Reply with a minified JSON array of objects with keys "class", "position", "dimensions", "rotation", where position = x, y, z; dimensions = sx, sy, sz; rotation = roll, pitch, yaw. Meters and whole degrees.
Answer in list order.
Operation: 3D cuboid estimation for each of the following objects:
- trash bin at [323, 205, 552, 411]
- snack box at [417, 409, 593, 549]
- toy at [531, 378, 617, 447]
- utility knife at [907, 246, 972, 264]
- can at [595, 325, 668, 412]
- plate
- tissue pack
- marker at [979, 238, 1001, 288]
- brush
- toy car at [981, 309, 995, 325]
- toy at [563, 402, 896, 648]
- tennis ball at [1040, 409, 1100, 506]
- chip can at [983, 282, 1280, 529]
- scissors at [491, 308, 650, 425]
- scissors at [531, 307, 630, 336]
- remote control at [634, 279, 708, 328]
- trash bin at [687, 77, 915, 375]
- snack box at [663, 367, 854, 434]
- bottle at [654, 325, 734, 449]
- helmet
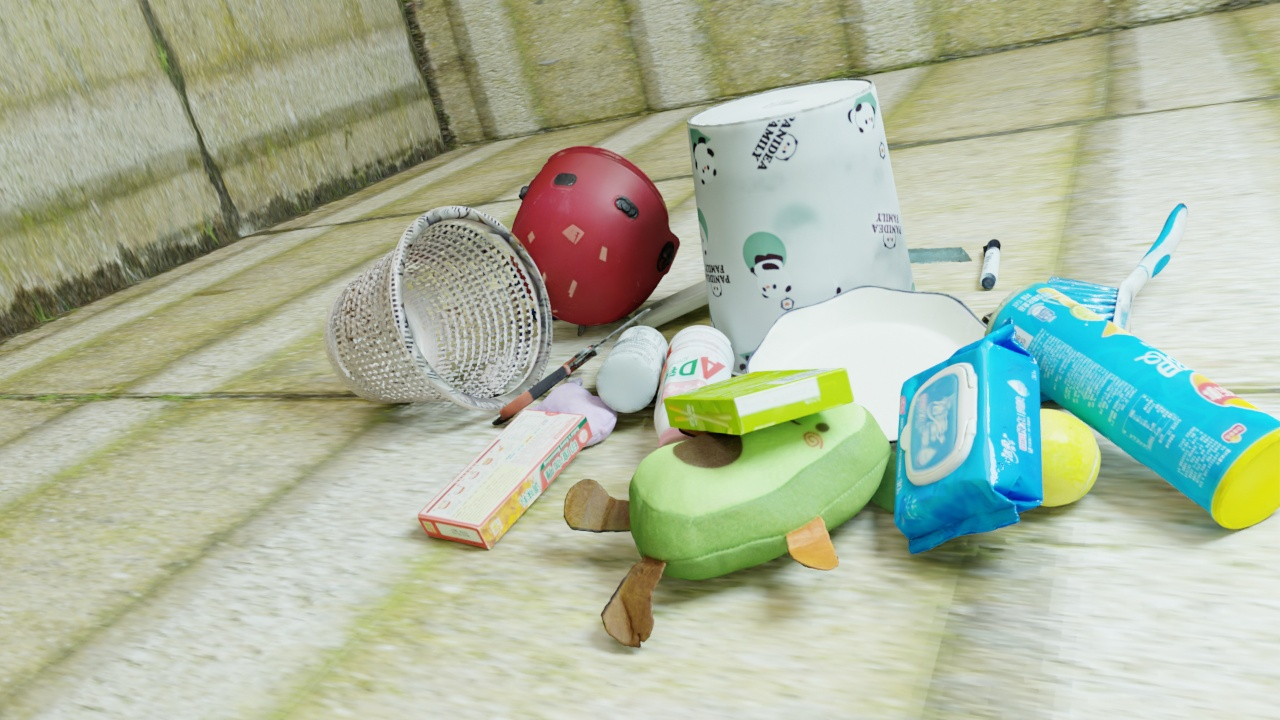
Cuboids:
[{"class":"trash bin","position":[-0.244,-0.040,1.041],"dimensions":[0.193,0.227,0.226],"rotation":[-14,18,37]},{"class":"snack box","position":[-0.116,0.099,0.808],"dimensions":[0.077,0.027,0.155],"rotation":[3,35,37]},{"class":"toy","position":[-0.067,0.054,0.899],"dimensions":[0.083,0.039,0.108],"rotation":[-36,34,-20]},{"class":"utility knife","position":[0.262,-0.115,1.046],"dimensions":[0.220,0.033,0.015],"rotation":[0,35,25]},{"class":"can","position":[-0.005,0.005,0.924],"dimensions":[0.058,0.058,0.146],"rotation":[-11,12,9]},{"class":"plate","position":[0.194,0.012,0.775],"dimensions":[0.205,0.046,0.204],"rotation":[-12,37,9]},{"class":"tissue pack","position":[0.214,0.048,0.611],"dimensions":[0.095,0.052,0.156],"rotation":[-42,26,51]},{"class":"marker","position":[0.395,-0.109,1.037],"dimensions":[0.023,0.018,0.130],"rotation":[-31,10,33]},{"class":"brush","position":[0.416,-0.060,0.811],"dimensions":[0.110,0.060,0.313],"rotation":[6,39,29]},{"class":"toy car","position":[0.362,-0.036,0.854],"dimensions":[0.090,0.035,0.042],"rotation":[-15,23,-8]},{"class":"toy","position":[0.069,0.094,0.648],"dimensions":[0.246,0.090,0.227],"rotation":[-22,29,-10]},{"class":"tennis ball","position":[0.273,0.065,0.618],"dimensions":[0.065,0.065,0.065],"rotation":[-12,22,5]},{"class":"chip can","position":[0.331,0.021,0.621],"dimensions":[0.071,0.071,0.210],"rotation":[-19,35,-12]},{"class":"scissors","position":[-0.067,0.003,0.948],"dimensions":[0.226,0.015,0.188],"rotation":[-35,3,21]},{"class":"scissors","position":[-0.078,-0.068,1.242],"dimensions":[0.176,0.012,0.161],"rotation":[0,27,28]},{"class":"remote control","position":[0.065,-0.076,1.131],"dimensions":[0.150,0.021,0.058],"rotation":[-25,15,0]},{"class":"trash bin","position":[0.159,-0.139,0.935],"dimensions":[0.230,0.252,0.229],"rotation":[-12,21,5]},{"class":"snack box","position":[0.080,0.028,0.668],"dimensions":[0.085,0.026,0.156],"rotation":[-15,2,-16]},{"class":"bottle","position":[0.048,0.035,0.837],"dimensions":[0.068,0.068,0.196],"rotation":[-9,25,13]},{"class":"helmet","position":[-0.070,-0.132,1.118],"dimensions":[0.207,0.240,0.143],"rotation":[24,64,4]}]
